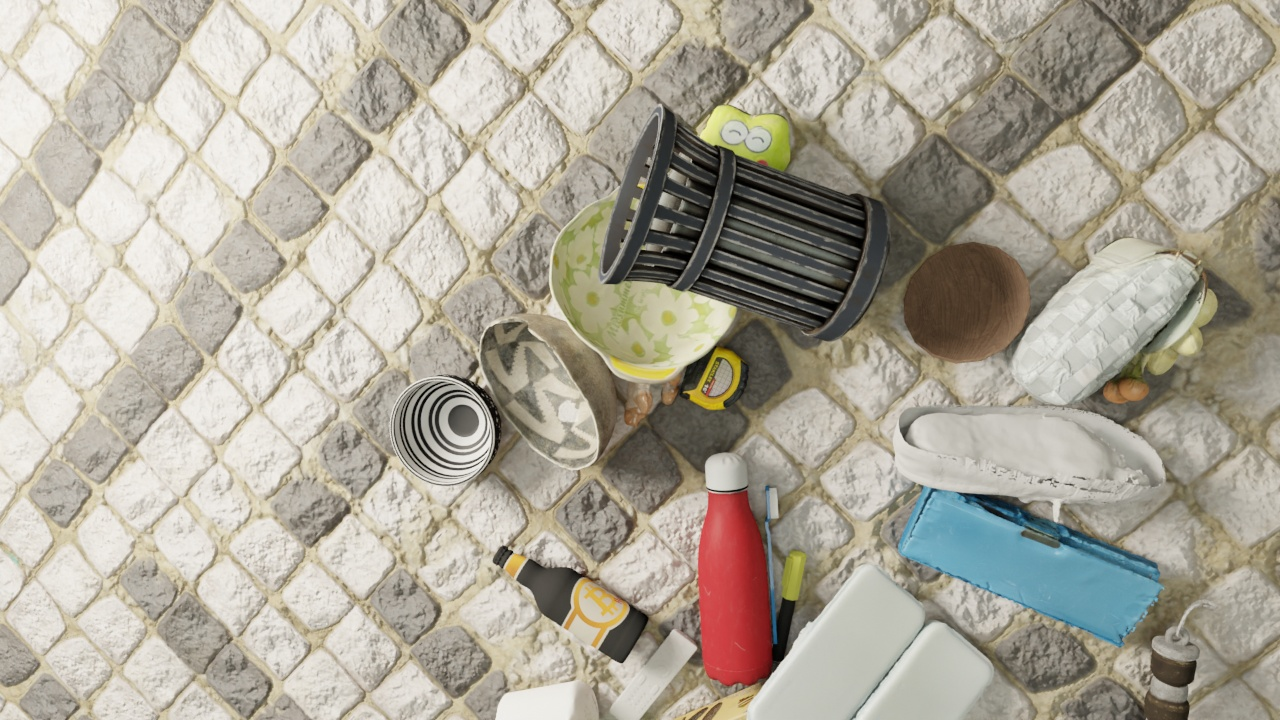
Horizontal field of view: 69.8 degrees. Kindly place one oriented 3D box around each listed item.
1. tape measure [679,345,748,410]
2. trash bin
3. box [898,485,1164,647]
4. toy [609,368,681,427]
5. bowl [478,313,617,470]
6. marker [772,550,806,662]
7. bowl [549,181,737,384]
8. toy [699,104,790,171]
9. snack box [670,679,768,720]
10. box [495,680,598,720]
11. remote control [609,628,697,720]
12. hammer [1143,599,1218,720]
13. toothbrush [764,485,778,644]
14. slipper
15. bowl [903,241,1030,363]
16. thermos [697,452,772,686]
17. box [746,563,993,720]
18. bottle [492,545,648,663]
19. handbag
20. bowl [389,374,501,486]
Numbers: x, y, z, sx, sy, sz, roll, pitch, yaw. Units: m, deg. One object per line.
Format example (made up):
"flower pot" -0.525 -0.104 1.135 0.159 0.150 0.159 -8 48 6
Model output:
"tape measure" 0.078 0.019 0.949 0.064 0.037 0.065 16 88 15
"trash bin" 0.096 -0.114 0.839 0.227 0.164 0.164 17 102 -11
"box" 0.380 0.199 0.902 0.231 0.052 0.093 23 103 8
"toy" -0.006 0.006 0.947 0.074 0.085 0.106 -30 81 -6
"bowl" -0.081 0.020 0.947 0.178 0.081 0.179 33 140 32
"marker" 0.156 0.263 0.979 0.021 0.017 0.124 1 104 -33
"bowl" 0.000 -0.069 0.914 0.188 0.060 0.219 7 66 -11
"toy" 0.099 -0.192 0.910 0.092 0.046 0.115 14 110 5
"snack box" 0.125 0.389 0.987 0.207 0.057 0.056 -29 93 14
"box" -0.111 0.415 0.996 0.106 0.150 0.080 -14 107 16
"remote control" 0.014 0.356 1.028 0.033 0.012 0.131 36 104 3
"hammer" 0.501 0.386 0.889 0.177 0.079 0.326 5 99 12
"toothbrush" 0.141 0.215 0.967 0.014 0.016 0.166 -4 91 5
"slipper" 0.368 0.097 0.879 0.247 0.075 0.112 5 61 9
"bowl" 0.313 -0.052 0.875 0.118 0.030 0.117 -8 75 33
"thermos" 0.096 0.214 0.957 0.073 0.073 0.240 -2 97 13
"box" 0.233 0.334 0.925 0.189 0.037 0.208 43 84 -9
"bottle" -0.082 0.260 1.011 0.181 0.059 0.059 31 104 7
"handbag" 0.425 -0.023 0.831 0.123 0.112 0.172 42 105 -4
"bowl" -0.205 0.072 1.005 0.120 0.066 0.120 2 99 12
